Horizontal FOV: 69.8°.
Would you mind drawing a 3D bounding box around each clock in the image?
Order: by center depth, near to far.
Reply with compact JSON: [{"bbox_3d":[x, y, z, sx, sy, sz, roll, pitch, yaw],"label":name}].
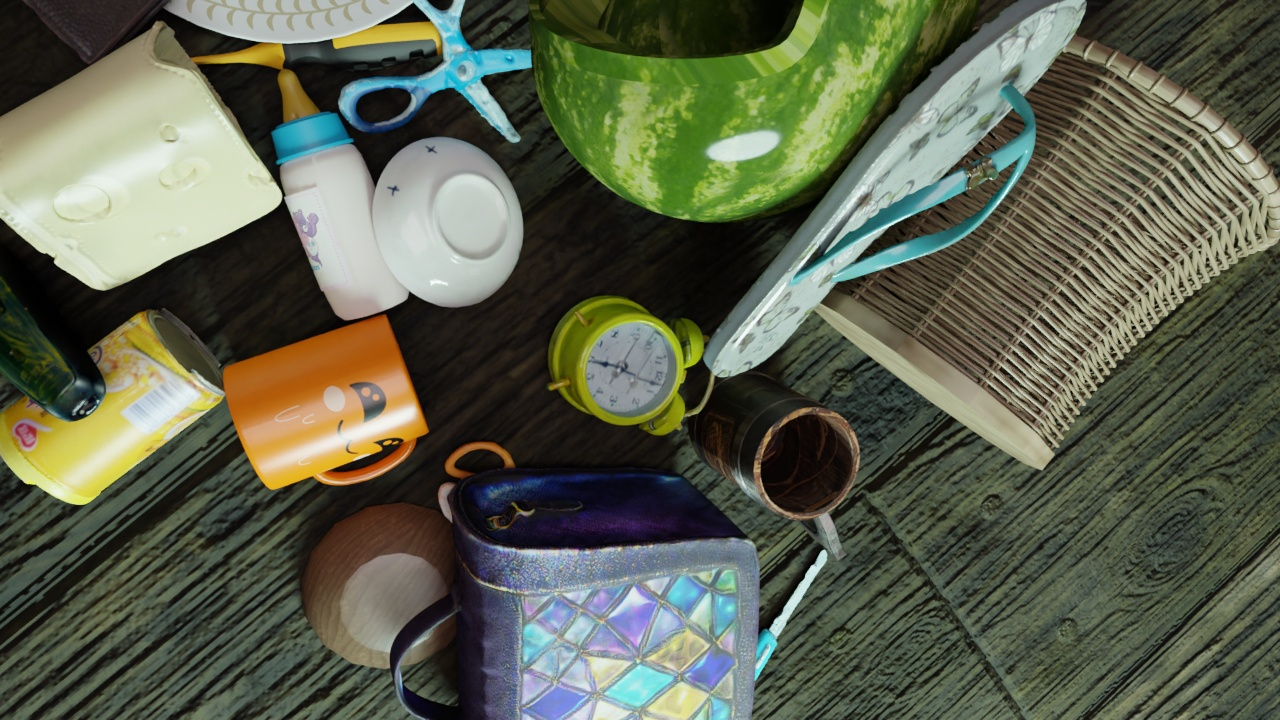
[{"bbox_3d":[-0.004,0.004,0.614,0.119,0.057,0.083,15,96,-26],"label":"clock"}]

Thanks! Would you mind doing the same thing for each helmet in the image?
[{"bbox_3d":[0.065,-0.194,0.507,0.242,0.213,0.247,9,116,-52],"label":"helmet"}]

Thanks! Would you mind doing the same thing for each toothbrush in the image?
[{"bbox_3d":[-0.202,-0.179,0.531,0.196,0.031,0.031,-10,95,-11],"label":"toothbrush"}]

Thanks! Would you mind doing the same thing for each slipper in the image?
[{"bbox_3d":[0.132,-0.074,0.483,0.269,0.054,0.098,-48,155,24],"label":"slipper"}]

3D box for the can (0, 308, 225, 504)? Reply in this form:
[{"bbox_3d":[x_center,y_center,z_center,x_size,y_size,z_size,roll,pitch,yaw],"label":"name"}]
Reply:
[{"bbox_3d":[-0.297,0.026,0.521,0.105,0.068,0.067,-39,109,-7],"label":"can"}]

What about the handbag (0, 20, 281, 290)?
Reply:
[{"bbox_3d":[-0.269,-0.103,0.477,0.119,0.111,0.081,-31,81,-10],"label":"handbag"}]

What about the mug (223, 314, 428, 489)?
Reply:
[{"bbox_3d":[-0.184,0.036,0.561,0.096,0.077,0.113,-20,137,-13],"label":"mug"}]

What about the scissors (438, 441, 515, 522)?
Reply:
[{"bbox_3d":[-0.076,0.096,0.632,0.128,0.013,0.064,18,95,-19],"label":"scissors"}]

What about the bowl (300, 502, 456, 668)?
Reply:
[{"bbox_3d":[-0.163,0.155,0.607,0.117,0.030,0.118,-3,102,-17],"label":"bowl"}]

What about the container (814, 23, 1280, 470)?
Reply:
[{"bbox_3d":[0.241,-0.064,0.594,0.227,0.227,0.196,35,96,-20],"label":"container"}]

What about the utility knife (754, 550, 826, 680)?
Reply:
[{"bbox_3d":[0.092,0.222,0.710,0.022,0.015,0.181,33,87,-24],"label":"utility knife"}]

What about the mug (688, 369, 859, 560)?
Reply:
[{"bbox_3d":[0.096,0.071,0.630,0.080,0.107,0.116,-29,108,-10],"label":"mug"}]

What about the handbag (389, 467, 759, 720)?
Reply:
[{"bbox_3d":[-0.046,0.182,0.591,0.221,0.125,0.205,-5,107,-20],"label":"handbag"}]

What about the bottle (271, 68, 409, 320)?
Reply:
[{"bbox_3d":[-0.182,-0.098,0.540,0.051,0.051,0.146,-21,106,-13],"label":"bottle"}]

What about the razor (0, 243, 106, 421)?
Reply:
[{"bbox_3d":[-0.340,-0.022,0.479,0.151,0.067,0.054,38,86,17],"label":"razor"}]

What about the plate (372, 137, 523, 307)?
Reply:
[{"bbox_3d":[-0.109,-0.085,0.555,0.104,0.026,0.104,1,88,-42],"label":"plate"}]

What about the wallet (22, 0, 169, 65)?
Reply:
[{"bbox_3d":[-0.280,-0.230,0.478,0.120,0.031,0.099,-44,100,3],"label":"wallet"}]

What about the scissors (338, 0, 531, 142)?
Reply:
[{"bbox_3d":[-0.119,-0.172,0.542,0.138,0.011,0.134,-37,135,2],"label":"scissors"}]

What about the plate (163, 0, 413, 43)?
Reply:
[{"bbox_3d":[-0.202,-0.299,0.501,0.242,0.016,0.242,-1,100,-8],"label":"plate"}]
